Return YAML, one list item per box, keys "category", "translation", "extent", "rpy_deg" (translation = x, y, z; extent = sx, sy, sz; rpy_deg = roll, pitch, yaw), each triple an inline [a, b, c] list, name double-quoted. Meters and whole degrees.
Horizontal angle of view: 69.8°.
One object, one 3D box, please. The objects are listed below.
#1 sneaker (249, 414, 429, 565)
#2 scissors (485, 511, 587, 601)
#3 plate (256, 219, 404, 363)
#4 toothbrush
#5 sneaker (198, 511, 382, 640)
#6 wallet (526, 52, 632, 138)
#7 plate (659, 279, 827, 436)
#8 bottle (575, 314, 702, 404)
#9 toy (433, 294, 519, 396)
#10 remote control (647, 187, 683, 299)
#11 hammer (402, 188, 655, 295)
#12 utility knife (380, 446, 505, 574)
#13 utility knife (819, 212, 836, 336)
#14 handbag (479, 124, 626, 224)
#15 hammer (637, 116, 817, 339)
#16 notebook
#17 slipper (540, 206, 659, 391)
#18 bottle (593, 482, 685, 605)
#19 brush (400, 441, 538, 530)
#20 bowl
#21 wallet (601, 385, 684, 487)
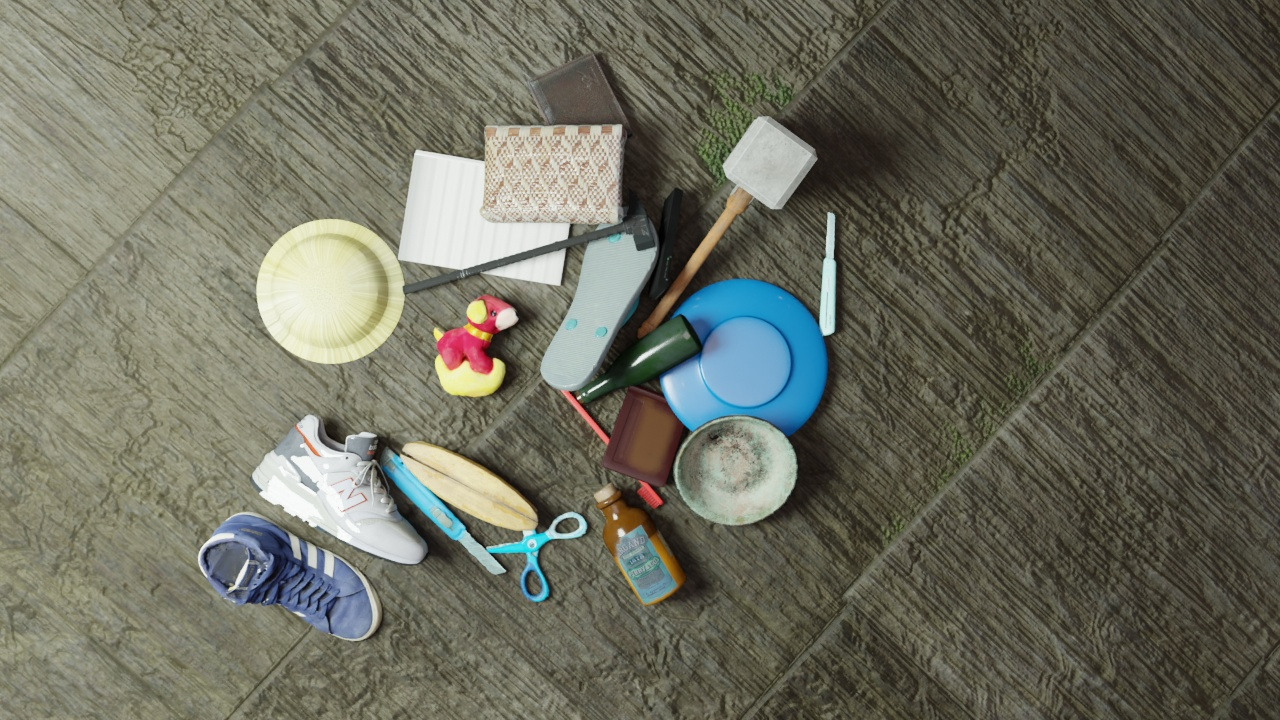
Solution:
- category: "sneaker"
  translation: [-0.352, 0.151, 1.133]
  extent: [0.240, 0.089, 0.124]
  rpy_deg: [26, 90, -1]
- category: "scissors"
  translation: [-0.133, 0.246, 1.188]
  extent: [0.134, 0.011, 0.139]
  rpy_deg: [-7, 89, -5]
- category: "plate"
  translation: [-0.394, -0.089, 1.157]
  extent: [0.184, 0.036, 0.184]
  rpy_deg: [0, 90, -5]
- category: "toothbrush"
  translation: [-0.045, 0.111, 1.196]
  extent: [0.018, 0.012, 0.212]
  rpy_deg: [-41, 93, -4]
- category: "sneaker"
  translation: [-0.423, 0.271, 1.111]
  extent: [0.233, 0.118, 0.091]
  rpy_deg: [39, 86, -3]
- category: "wallet"
  translation: [-0.079, -0.327, 1.189]
  extent: [0.099, 0.031, 0.120]
  rpy_deg: [-25, 90, -7]
- category: "plate"
  translation: [0.136, 0.003, 1.196]
  extent: [0.224, 0.024, 0.224]
  rpy_deg: [0, 85, -3]
- category: "bottle"
  translation: [-0.007, 0.007, 1.175]
  extent: [0.174, 0.055, 0.055]
  rpy_deg: [-31, 92, 11]
- category: "toy"
  translation: [-0.213, -0.020, 1.165]
  extent: [0.105, 0.067, 0.137]
  rpy_deg: [23, 100, -2]
- category: "remote control"
  translation: [0.033, -0.149, 1.166]
  extent: [0.013, 0.034, 0.149]
  rpy_deg: [18, 65, -16]
- category: "hammer"
  translation: [-0.147, -0.139, 1.167]
  extent: [0.325, 0.015, 0.095]
  rpy_deg: [-16, 55, 2]
- category: "utility knife"
  translation: [-0.255, 0.197, 1.177]
  extent: [0.221, 0.015, 0.031]
  rpy_deg: [44, 104, -3]
- category: "utility knife"
  translation: [0.252, -0.115, 1.222]
  extent: [0.022, 0.015, 0.166]
  rpy_deg: [2, 88, 28]
- category: "handbag"
  translation: [-0.110, -0.234, 1.155]
  extent: [0.186, 0.047, 0.124]
  rpy_deg: [3, 90, 10]
- category: "hammer"
  translation: [0.090, -0.152, 1.161]
  extent: [0.083, 0.162, 0.318]
  rpy_deg: [35, 104, -4]
- category: "notebook"
  translation: [-0.197, -0.184, 1.188]
  extent: [0.209, 0.009, 0.142]
  rpy_deg: [9, 90, -5]
- category: "slipper"
  translation: [-0.039, -0.073, 1.151]
  extent: [0.098, 0.055, 0.268]
  rpy_deg: [8, 63, 27]
- category: "bottle"
  translation: [-0.008, 0.229, 1.171]
  extent: [0.068, 0.068, 0.157]
  rpy_deg: [-31, 92, -4]
- category: "brush"
  translation: [-0.214, 0.160, 1.164]
  extent: [0.195, 0.043, 0.059]
  rpy_deg: [30, 87, -1]
- category: "bowl"
  translation: [0.121, 0.135, 1.178]
  extent: [0.157, 0.038, 0.158]
  rpy_deg: [0, 111, 1]
- category: "wallet"
  translation: [0.009, 0.098, 1.191]
  extent: [0.091, 0.018, 0.115]
  rpy_deg: [21, 79, -7]
